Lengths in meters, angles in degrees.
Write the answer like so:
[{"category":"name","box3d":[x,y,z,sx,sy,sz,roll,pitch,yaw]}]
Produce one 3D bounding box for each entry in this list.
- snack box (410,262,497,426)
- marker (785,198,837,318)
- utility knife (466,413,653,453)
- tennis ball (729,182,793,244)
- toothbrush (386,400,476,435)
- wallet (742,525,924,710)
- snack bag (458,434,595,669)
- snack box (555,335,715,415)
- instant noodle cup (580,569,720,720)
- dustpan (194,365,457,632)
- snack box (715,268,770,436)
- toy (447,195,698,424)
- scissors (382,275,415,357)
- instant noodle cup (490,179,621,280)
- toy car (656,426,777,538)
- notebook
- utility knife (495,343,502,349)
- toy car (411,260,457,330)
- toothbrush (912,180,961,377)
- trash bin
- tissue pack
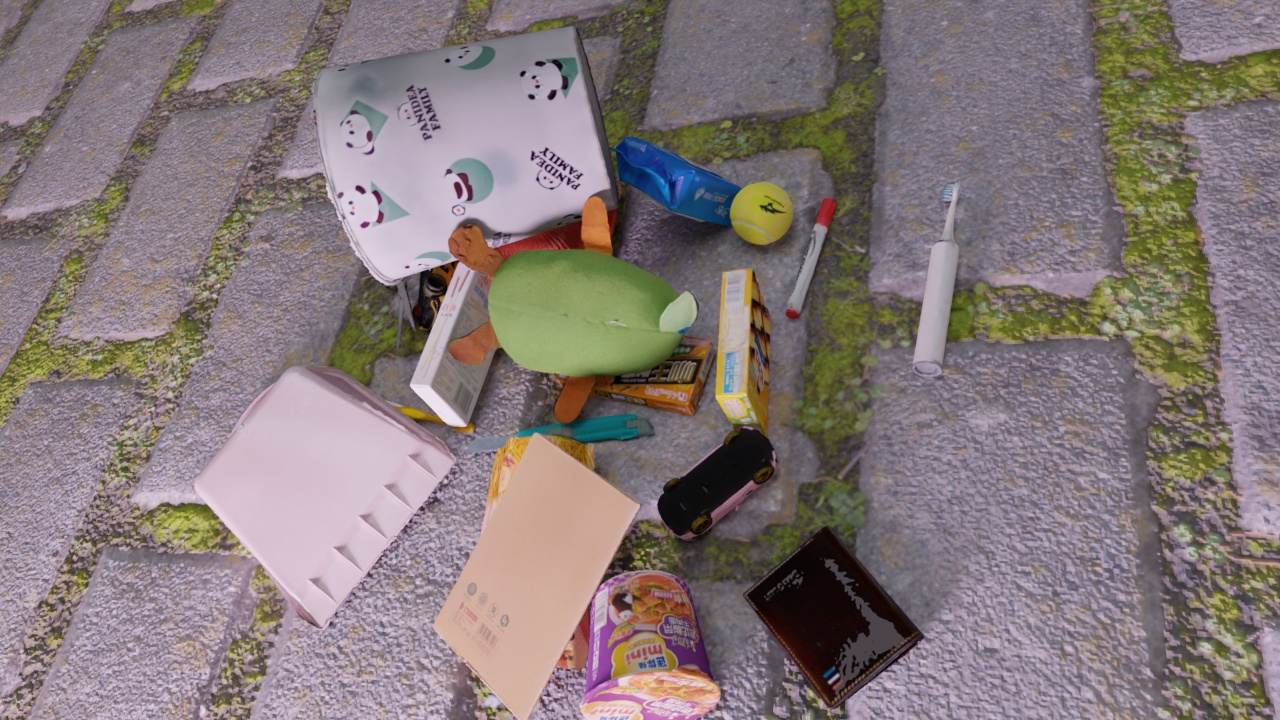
[{"category":"snack box","box3d":[-0.187,-0.018,0.969,0.027,0.085,0.156,2,59,22]},{"category":"marker","box3d":[0.176,-0.106,0.943,0.017,0.017,0.145,10,64,26]},{"category":"utility knife","box3d":[-0.085,0.077,0.934,0.206,0.013,0.029,-10,57,16]},{"category":"tennis ball","box3d":[0.127,-0.154,0.962,0.065,0.065,0.065,-10,57,15]},{"category":"toothbrush","box3d":[-0.256,0.059,1.013,0.192,0.018,0.016,10,62,29]},{"category":"wallet","box3d":[0.156,0.209,0.755,0.096,0.020,0.122,-37,52,-3]},{"category":"snack bag","box3d":[-0.100,0.177,0.855,0.129,0.073,0.207,-3,66,19]},{"category":"snack box","box3d":[-0.006,0.005,0.939,0.154,0.026,0.075,10,65,26]},{"category":"instant noodle cup","box3d":[0.005,0.234,0.749,0.112,0.112,0.099,-16,46,11]},{"category":"dustpan","box3d":[-0.350,0.121,1.006,0.273,0.139,0.222,39,81,7]},{"category":"snack box","box3d":[0.099,-0.006,0.868,0.034,0.087,0.140,-3,58,20]},{"category":"toy","box3d":[-0.068,-0.047,0.895,0.247,0.089,0.227,10,106,5]},{"category":"scissors","box3d":[-0.281,-0.089,1.080,0.160,0.014,0.174,10,85,57]},{"category":"instant noodle cup","box3d":[-0.124,-0.155,1.054,0.189,0.079,0.164,-1,63,16]},{"category":"toy car","box3d":[0.071,0.113,0.834,0.122,0.037,0.056,-39,59,-1]},{"category":"notebook","box3d":[-0.096,0.183,0.803,0.148,0.008,0.207,28,91,41]},{"category":"utility knife","box3d":[-0.149,-0.026,1.021,0.165,0.018,0.031,-19,59,12]},{"category":"toy car","box3d":[-0.239,-0.107,1.076,0.041,0.071,0.155,9,56,-24]},{"category":"toothbrush","box3d":[0.289,-0.085,0.879,0.026,0.027,0.220,2,61,28]},{"category":"trash bin","box3d":[-0.163,-0.214,0.931,0.252,0.230,0.229,-12,56,4]},{"category":"tissue pack","box3d":[0.040,-0.187,0.974,0.095,0.157,0.052,37,108,33]}]
